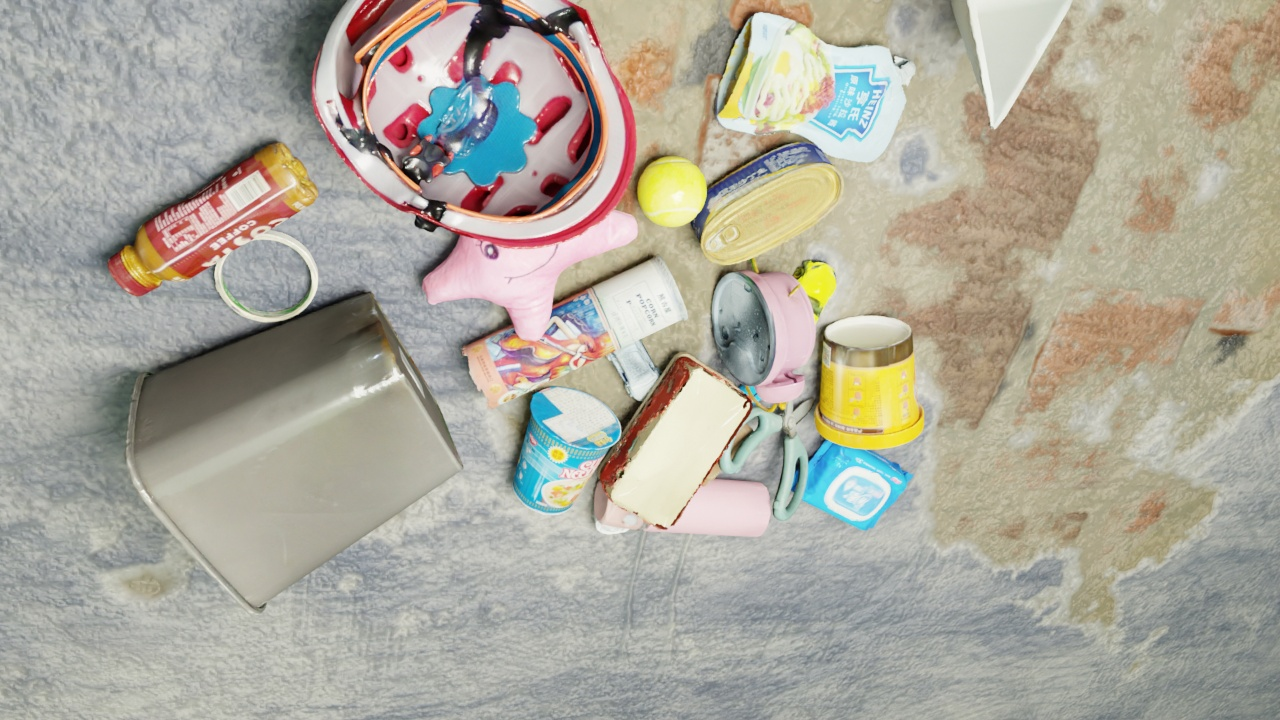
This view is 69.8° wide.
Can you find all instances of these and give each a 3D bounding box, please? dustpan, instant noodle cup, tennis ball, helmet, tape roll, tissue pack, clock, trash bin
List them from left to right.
[{"bbox_3d":[-0.335,-0.075,0.824,0.085,0.014,0.086,-7,121,-13],"label":"tape roll"},{"bbox_3d":[-0.299,0.066,0.823,0.219,0.198,0.199,-29,125,-9],"label":"trash bin"},{"bbox_3d":[-0.127,-0.194,0.731,0.240,0.144,0.207,39,84,-15],"label":"helmet"},{"bbox_3d":[-0.085,0.099,0.961,0.099,0.099,0.110,11,123,-22],"label":"instant noodle cup"},{"bbox_3d":[0.029,-0.158,0.859,0.065,0.065,0.066,-8,121,-13],"label":"tennis ball"},{"bbox_3d":[0.125,-0.020,0.941,0.059,0.117,0.159,-12,120,-24],"label":"clock"},{"bbox_3d":[0.258,0.150,1.114,0.157,0.052,0.095,28,108,-28],"label":"tissue pack"},{"bbox_3d":[0.249,0.020,1.004,0.118,0.118,0.114,-12,114,-10],"label":"instant noodle cup"},{"bbox_3d":[0.323,-0.362,0.760,0.143,0.257,0.223,-14,125,19],"label":"dustpan"}]

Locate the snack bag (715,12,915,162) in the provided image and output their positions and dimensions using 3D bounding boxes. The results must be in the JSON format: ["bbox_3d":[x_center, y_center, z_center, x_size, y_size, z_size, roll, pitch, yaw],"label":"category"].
[{"bbox_3d":[0.170,-0.253,0.866,0.190,0.039,0.110,7,114,-23],"label":"snack bag"}]

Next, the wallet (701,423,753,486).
[{"bbox_3d":[0.055,0.077,1.007,0.115,0.033,0.090,38,98,-19],"label":"wallet"}]

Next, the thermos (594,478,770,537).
[{"bbox_3d":[0.044,0.172,1.055,0.198,0.067,0.087,5,129,-21],"label":"thermos"}]

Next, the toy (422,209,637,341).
[{"bbox_3d":[-0.120,-0.115,0.831,0.195,0.074,0.178,-44,105,8],"label":"toy"}]

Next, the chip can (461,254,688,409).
[{"bbox_3d":[-0.064,-0.028,0.902,0.214,0.071,0.071,-25,123,-1],"label":"chip can"}]

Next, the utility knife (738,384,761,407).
[{"bbox_3d":[0.121,0.039,1.028,0.179,0.018,0.034,-42,121,8],"label":"utility knife"}]

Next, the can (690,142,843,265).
[{"bbox_3d":[0.120,-0.152,0.887,0.148,0.049,0.074,-29,133,9],"label":"can"}]

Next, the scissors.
[{"bbox_3d":[0.151,0.111,1.029,0.169,0.019,0.179,-32,118,-38],"label":"scissors"}]

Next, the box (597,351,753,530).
[{"bbox_3d":[0.035,0.085,0.946,0.091,0.077,0.168,32,95,-19],"label":"box"}]

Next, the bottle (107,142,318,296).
[{"bbox_3d":[-0.359,-0.114,0.768,0.175,0.057,0.057,-31,123,2],"label":"bottle"}]

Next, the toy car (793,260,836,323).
[{"bbox_3d":[0.174,-0.057,0.982,0.048,0.032,0.105,19,110,-25],"label":"toy car"}]

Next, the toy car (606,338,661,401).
[{"bbox_3d":[-0.006,0.006,0.962,0.043,0.034,0.090,-30,124,-3],"label":"toy car"}]
